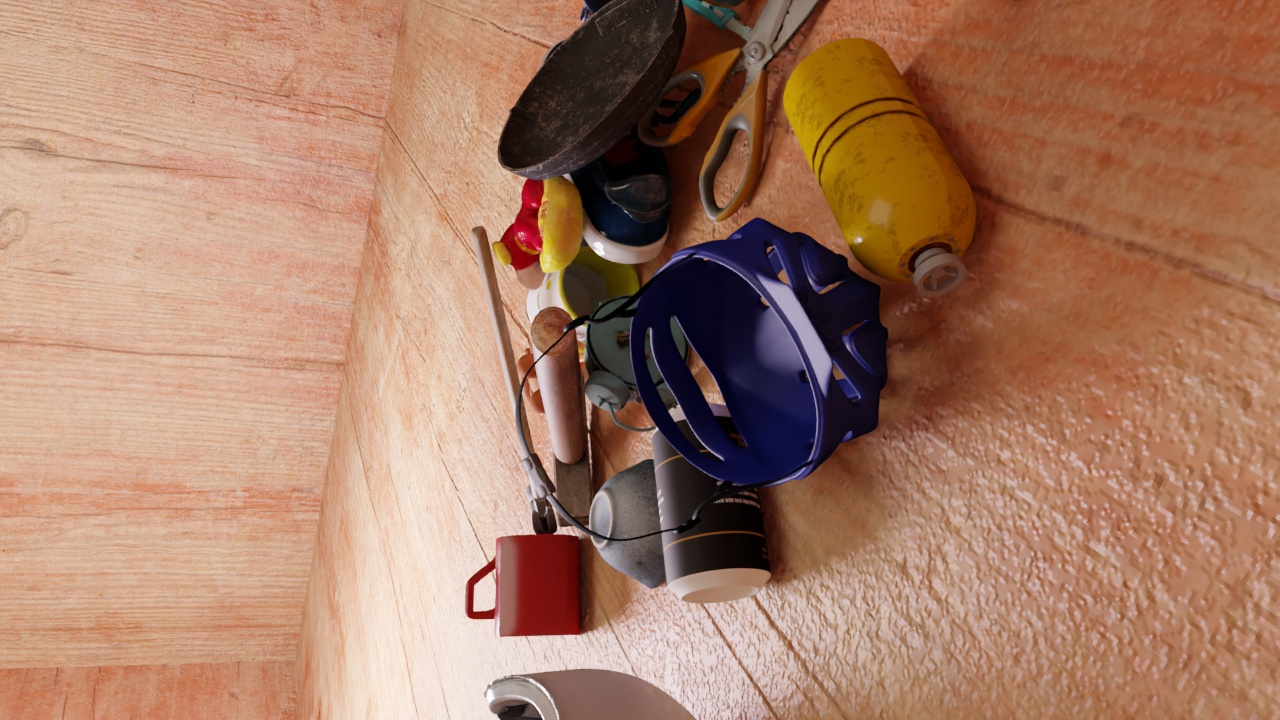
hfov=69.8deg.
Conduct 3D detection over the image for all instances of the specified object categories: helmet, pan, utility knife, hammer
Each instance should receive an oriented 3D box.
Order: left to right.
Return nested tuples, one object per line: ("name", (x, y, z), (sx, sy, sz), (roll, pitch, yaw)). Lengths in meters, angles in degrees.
("hammer", (-0.124, 0.028, 0.922), (0.119, 0.030, 0.331), (-122, 22, -68))
("hammer", (-0.068, 0.034, 0.817), (0.301, 0.037, 0.157), (93, 172, -66))
("helmet", (-0.017, 0.343, 0.623), (0.237, 0.163, 0.264), (-152, 65, -68))
("pan", (-0.011, -0.293, 0.798), (0.208, 0.040, 0.356), (-6, 52, 47))
("helmet", (0.031, 0.017, 0.529), (0.147, 0.227, 0.242), (61, 164, 3))
("utility knife", (0.067, -0.294, 0.775), (0.022, 0.015, 0.158), (-48, 37, 12))

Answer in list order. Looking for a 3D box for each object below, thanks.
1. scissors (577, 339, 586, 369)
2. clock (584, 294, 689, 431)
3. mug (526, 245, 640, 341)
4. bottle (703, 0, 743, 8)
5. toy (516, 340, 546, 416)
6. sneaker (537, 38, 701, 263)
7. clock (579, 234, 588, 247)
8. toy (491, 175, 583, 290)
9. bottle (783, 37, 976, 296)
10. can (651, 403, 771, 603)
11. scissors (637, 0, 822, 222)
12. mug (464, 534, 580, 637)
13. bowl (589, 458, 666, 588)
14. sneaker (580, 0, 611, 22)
("scissors", (-0.048, -0.013, 0.880), (0.133, 0.084, 0.012), (-12, 52, 62))
("clock", (-0.005, 0.005, 0.771), (0.053, 0.090, 0.124), (116, 155, -59))
("mug", (-0.059, -0.062, 0.905), (0.106, 0.082, 0.082), (163, 111, -64))
("bottle", (0.088, -0.342, 0.678), (0.157, 0.067, 0.067), (134, 136, -53))
("toy", (-0.117, 0.019, 1.031), (0.128, 0.065, 0.095), (3, 105, 67))
("sneaker", (-0.026, -0.235, 0.855), (0.127, 0.120, 0.294), (106, 154, -48))
("clock", (-0.050, -0.143, 0.946), (0.123, 0.043, 0.091), (-2, 76, 62))
("toy", (-0.092, -0.124, 0.839), (0.138, 0.067, 0.105), (151, 117, -61))
("bottle", (0.137, -0.103, 0.515), (0.071, 0.071, 0.163), (122, 145, -43))
("can", (0.048, 0.101, 0.649), (0.072, 0.071, 0.128), (134, 136, -53))
("scissors", (0.085, -0.206, 0.685), (0.226, 0.016, 0.166), (-37, 74, 40))
("mug", (-0.119, 0.227, 0.922), (0.080, 0.116, 0.096), (80, -172, -73))
("bowl", (-0.010, 0.137, 0.784), (0.111, 0.055, 0.110), (-29, 57, 60))
("sneaker", (-0.023, -0.480, 0.928), (0.132, 0.103, 0.270), (-136, 53, -67))
